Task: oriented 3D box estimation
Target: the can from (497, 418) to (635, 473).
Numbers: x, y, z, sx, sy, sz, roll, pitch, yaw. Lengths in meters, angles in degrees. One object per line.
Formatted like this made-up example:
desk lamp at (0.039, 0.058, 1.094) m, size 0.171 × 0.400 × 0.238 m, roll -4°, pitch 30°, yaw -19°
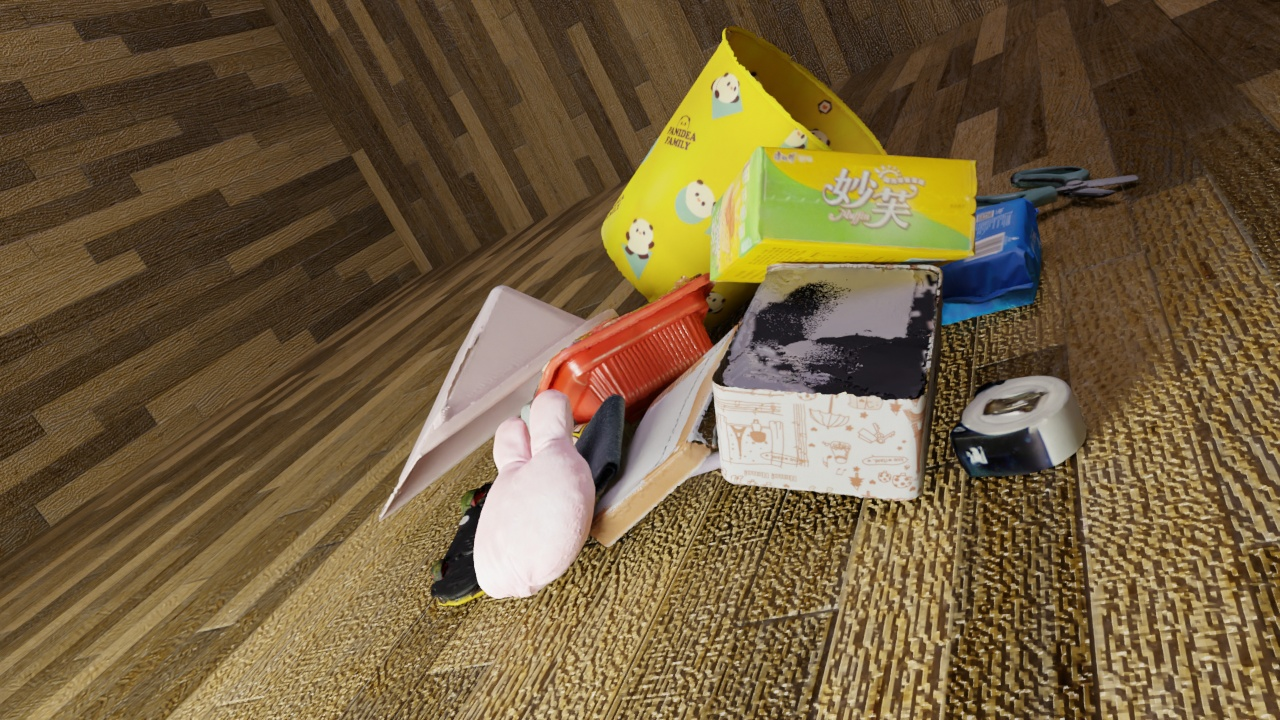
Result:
can at (-0.067, 0.087, 0.826) m, size 0.133 × 0.053 × 0.053 m, roll -15°, pitch 20°, yaw 38°

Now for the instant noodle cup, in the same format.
instant noodle cup at (-0.005, 0.005, 0.861) m, size 0.188 × 0.079 × 0.165 m, roll -31°, pitch -11°, yaw -21°

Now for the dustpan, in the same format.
dustpan at (-0.128, 0.046, 0.907) m, size 0.223 × 0.139 × 0.272 m, roll -43°, pitch 24°, yaw 58°

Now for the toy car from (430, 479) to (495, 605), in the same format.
toy car at (-0.124, 0.146, 0.759) m, size 0.071 × 0.041 × 0.155 m, roll -21°, pitch 25°, yaw 22°

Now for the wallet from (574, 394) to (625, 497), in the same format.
wallet at (-0.049, 0.094, 0.725) m, size 0.121 × 0.019 × 0.097 m, roll -55°, pitch 14°, yaw 25°

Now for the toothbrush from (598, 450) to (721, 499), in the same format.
toothbrush at (0.051, 0.080, 0.720) m, size 0.189 × 0.029 × 0.021 m, roll -21°, pitch -20°, yaw 21°

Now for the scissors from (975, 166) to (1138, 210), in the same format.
scissors at (0.402, -0.172, 0.909) m, size 0.173 × 0.019 × 0.178 m, roll -6°, pitch 19°, yaw 36°

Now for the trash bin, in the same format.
trash bin at (0.102, -0.187, 1.003) m, size 0.256 × 0.229 × 0.229 m, roll -47°, pitch 5°, yaw 30°

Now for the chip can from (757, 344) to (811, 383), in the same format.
chip can at (0.142, -0.042, 0.853) m, size 0.073 × 0.072 × 0.220 m, roll -21°, pitch 17°, yaw 23°

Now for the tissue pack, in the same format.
tissue pack at (0.286, -0.082, 0.772) m, size 0.095 × 0.052 × 0.156 m, roll -16°, pitch 23°, yaw 32°

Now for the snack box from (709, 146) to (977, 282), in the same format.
snack box at (0.145, -0.104, 0.719) m, size 0.157 × 0.070 × 0.210 m, roll 2°, pitch -2°, yaw -4°

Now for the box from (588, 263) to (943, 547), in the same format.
box at (0.081, 0.025, 0.644) m, size 0.275 × 0.124 × 0.178 m, roll -20°, pitch 22°, yaw 31°

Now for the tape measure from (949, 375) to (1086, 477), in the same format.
tape measure at (0.224, 0.037, 0.540) m, size 0.066 × 0.033 × 0.065 m, roll -13°, pitch 23°, yaw 44°

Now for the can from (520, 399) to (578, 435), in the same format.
can at (-0.056, 0.033, 0.969) m, size 0.146 × 0.058 × 0.058 m, roll -38°, pitch 19°, yaw -33°

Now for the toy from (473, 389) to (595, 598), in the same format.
toy at (-0.079, 0.097, 0.675) m, size 0.122 × 0.054 × 0.159 m, roll -35°, pitch 42°, yaw 33°
